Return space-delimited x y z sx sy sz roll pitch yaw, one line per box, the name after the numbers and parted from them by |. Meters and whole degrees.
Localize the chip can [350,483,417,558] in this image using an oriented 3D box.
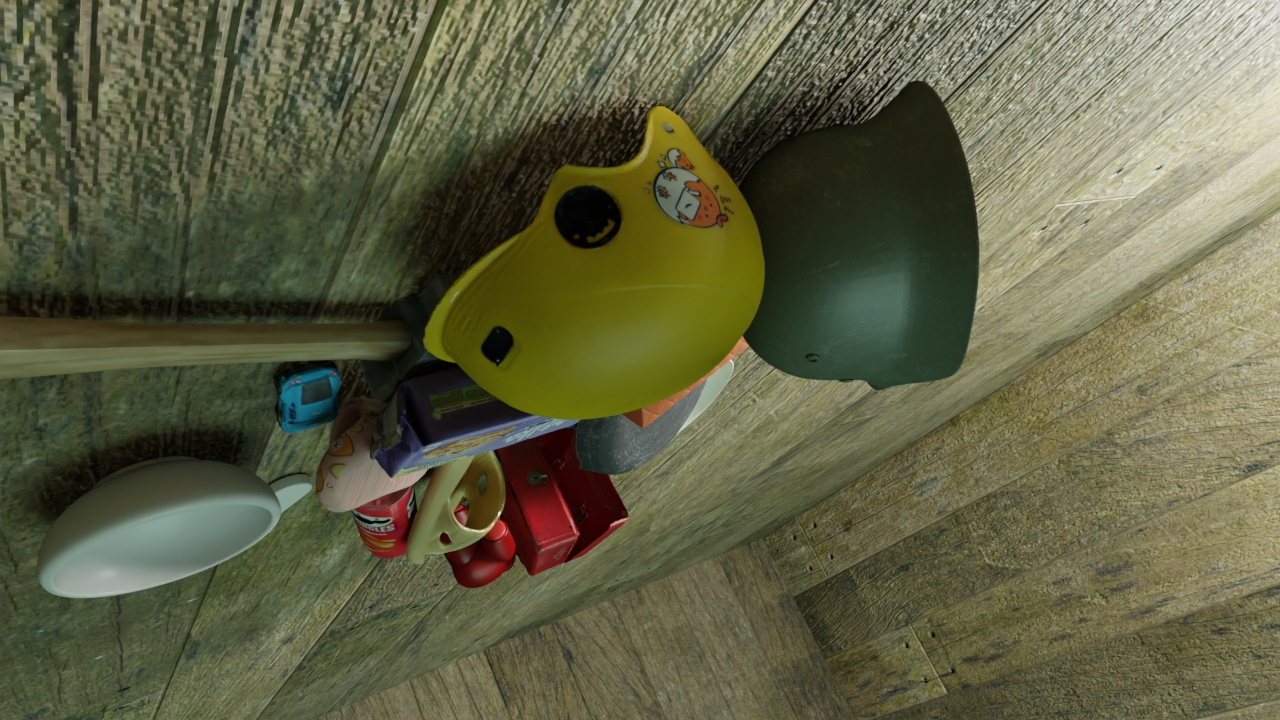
-0.273 0.153 0.972 0.073 0.073 0.233 -20 162 -19 | chip can

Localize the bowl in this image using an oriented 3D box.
-0.390 0.124 0.742 0.176 0.066 0.177 -24 162 -9 | bowl

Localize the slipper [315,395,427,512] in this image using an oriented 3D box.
-0.229 0.064 0.787 0.093 0.081 0.197 -62 174 11 | slipper

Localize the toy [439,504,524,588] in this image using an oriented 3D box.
-0.177 0.237 1.261 0.197 0.120 0.159 -12 157 -11 | toy

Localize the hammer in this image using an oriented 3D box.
-0.246 -0.011 0.593 0.118 0.051 0.322 -39 158 34 | hammer

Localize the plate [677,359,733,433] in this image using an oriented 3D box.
0.035 0.050 1.129 0.182 0.034 0.182 -35 160 -15 | plate

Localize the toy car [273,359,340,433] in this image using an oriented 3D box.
-0.261 0.033 0.726 0.048 0.032 0.106 -17 161 -28 | toy car

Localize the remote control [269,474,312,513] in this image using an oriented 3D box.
-0.378 0.150 0.914 0.137 0.013 0.043 -35 160 24 | remote control

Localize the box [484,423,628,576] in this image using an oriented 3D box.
-0.119 0.157 1.061 0.122 0.157 0.137 -16 157 -37 | box

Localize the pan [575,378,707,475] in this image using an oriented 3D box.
-0.005 0.005 0.887 0.207 0.040 0.357 -52 155 -11 | pan

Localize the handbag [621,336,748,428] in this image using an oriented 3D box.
0.040 -0.035 0.824 0.171 0.060 0.109 -36 146 -32 | handbag

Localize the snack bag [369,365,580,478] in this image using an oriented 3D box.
-0.108 0.032 0.723 0.204 0.058 0.097 -16 166 -36 | snack bag

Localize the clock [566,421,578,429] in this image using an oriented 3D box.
-0.045 0.040 1.011 0.130 0.052 0.090 -33 161 32 | clock

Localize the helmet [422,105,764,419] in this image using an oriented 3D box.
-0.010 -0.035 0.627 0.239 0.139 0.209 -40 167 -22 | helmet

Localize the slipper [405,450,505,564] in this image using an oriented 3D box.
-0.178 0.135 0.970 0.262 0.079 0.111 -61 -176 44 | slipper

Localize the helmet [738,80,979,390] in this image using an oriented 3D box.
0.145 -0.078 0.732 0.154 0.226 0.268 -8 149 0 | helmet
